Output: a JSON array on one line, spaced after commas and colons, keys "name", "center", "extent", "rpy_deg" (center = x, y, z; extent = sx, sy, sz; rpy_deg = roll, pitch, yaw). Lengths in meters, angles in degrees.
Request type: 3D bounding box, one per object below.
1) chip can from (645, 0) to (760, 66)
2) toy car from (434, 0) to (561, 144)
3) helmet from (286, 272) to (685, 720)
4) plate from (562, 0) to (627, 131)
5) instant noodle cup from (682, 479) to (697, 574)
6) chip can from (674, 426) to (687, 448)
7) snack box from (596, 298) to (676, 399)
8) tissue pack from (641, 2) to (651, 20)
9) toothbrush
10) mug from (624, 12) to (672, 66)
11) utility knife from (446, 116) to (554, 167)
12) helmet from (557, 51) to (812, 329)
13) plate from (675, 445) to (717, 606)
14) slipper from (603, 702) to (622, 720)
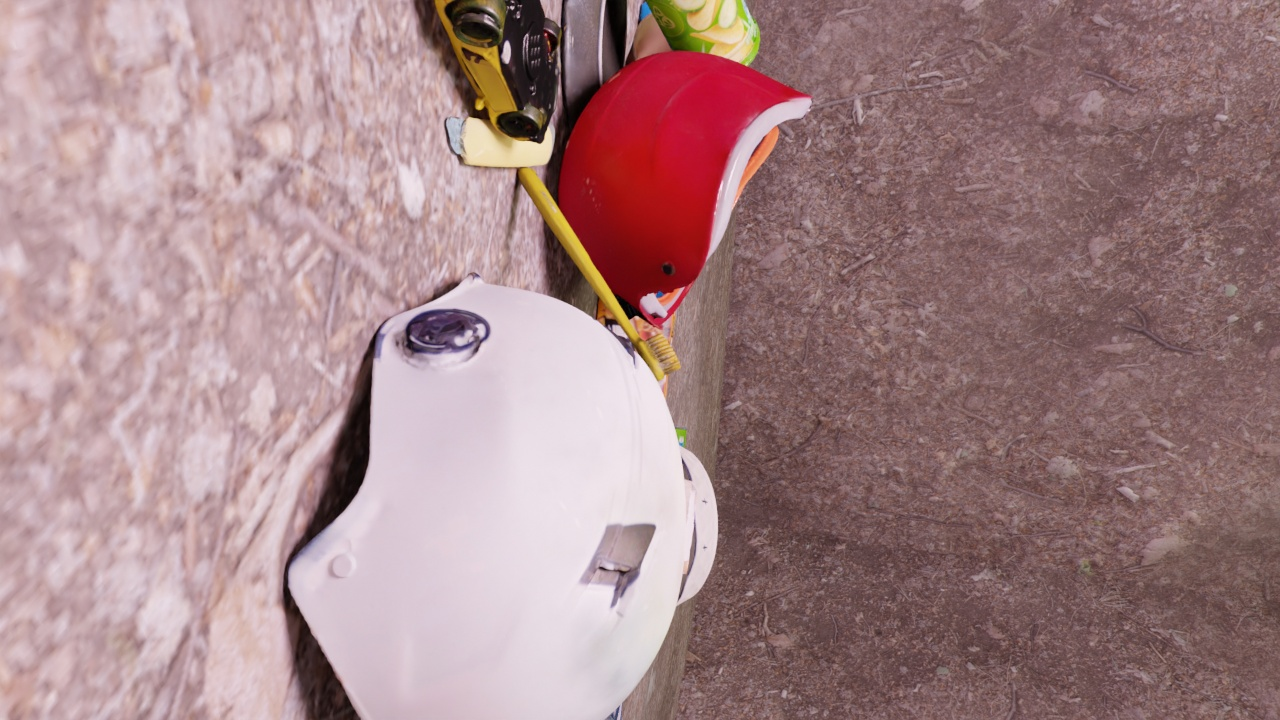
[{"name": "chip can", "center": [0.024, -0.297, 0.668], "extent": [0.221, 0.073, 0.072], "rpy_deg": [47, 47, -52]}, {"name": "toy car", "center": [-0.071, -0.169, 0.468], "extent": [0.156, 0.041, 0.071], "rpy_deg": [67, 31, -70]}, {"name": "helmet", "center": [-0.048, 0.079, 0.471], "extent": [0.257, 0.146, 0.229], "rpy_deg": [-75, 168, -45]}, {"name": "plate", "center": [-0.030, -0.259, 0.733], "extent": [0.179, 0.024, 0.179], "rpy_deg": [8, 89, -81]}, {"name": "instant noodle cup", "center": [-0.018, 0.136, 0.790], "extent": [0.116, 0.124, 0.116], "rpy_deg": [65, 33, -75]}, {"name": "chip can", "center": [0.016, 0.203, 1.255], "extent": [0.072, 0.072, 0.236], "rpy_deg": [33, 64, -80]}, {"name": "snack box", "center": [-0.006, -0.029, 0.905], "extent": [0.026, 0.075, 0.154], "rpy_deg": [-20, 117, -81]}, {"name": "tissue pack", "center": [0.026, -0.293, 0.956], "extent": [0.095, 0.052, 0.157], "rpy_deg": [40, 50, -77]}, {"name": "toothbrush", "center": [-0.029, -0.058, 0.545], "extent": [0.190, 0.016, 0.016], "rpy_deg": [55, -13, 34]}, {"name": "mug", "center": [0.015, -0.235, 0.814], "extent": [0.114, 0.081, 0.106], "rpy_deg": [-56, -179, -19]}, {"name": "utility knife", "center": [-0.077, -0.130, 0.544], "extent": [0.166, 0.018, 0.031], "rpy_deg": [-55, 146, -76]}, {"name": "helmet", "center": [0.013, -0.138, 0.714], "extent": [0.206, 0.144, 0.240], "rpy_deg": [-58, 179, -18]}, {"name": "plate", "center": [0.032, 0.195, 1.101], "extent": [0.205, 0.045, 0.205], "rpy_deg": [5, -90, 65]}, {"name": "slipper", "center": [-0.057, 0.185, 0.626], "extent": [0.095, 0.105, 0.252], "rpy_deg": [96, 2, -60]}]
